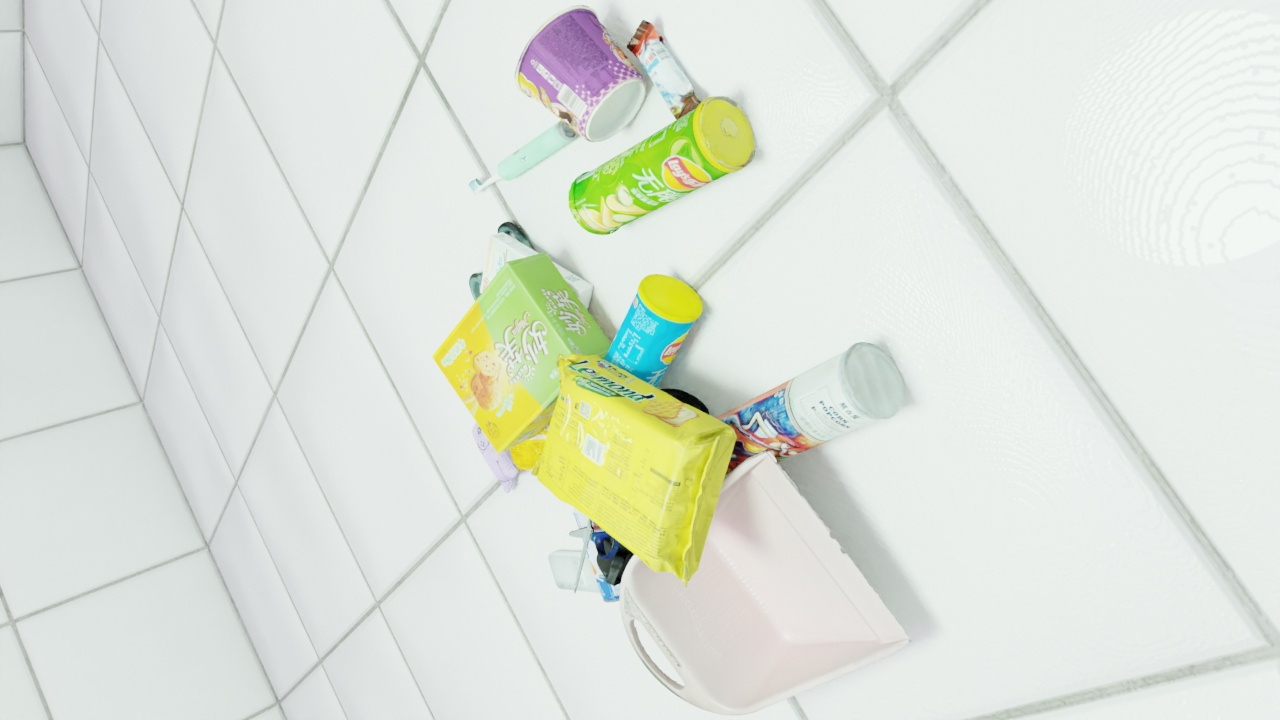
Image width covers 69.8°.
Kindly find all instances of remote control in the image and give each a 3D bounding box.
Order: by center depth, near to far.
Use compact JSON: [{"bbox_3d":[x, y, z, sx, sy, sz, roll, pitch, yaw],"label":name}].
[{"bbox_3d":[-0.078,0.288,1.253,0.136,0.020,0.056,-13,95,50],"label":"remote control"}]

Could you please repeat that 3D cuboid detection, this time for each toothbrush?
[{"bbox_3d":[-0.147,-0.240,1.109,0.225,0.026,0.027,-16,114,50],"label":"toothbrush"}]

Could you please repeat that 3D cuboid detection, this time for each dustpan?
[{"bbox_3d":[0.096,0.251,0.919,0.222,0.138,0.274,52,152,10],"label":"dustpan"}]

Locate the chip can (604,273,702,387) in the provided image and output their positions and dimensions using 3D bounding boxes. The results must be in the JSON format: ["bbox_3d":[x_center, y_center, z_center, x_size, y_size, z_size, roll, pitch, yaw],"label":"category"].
[{"bbox_3d":[-0.006,0.006,1.011,0.071,0.071,0.211,48,133,24],"label":"chip can"}]

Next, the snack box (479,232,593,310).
[{"bbox_3d":[-0.131,-0.088,1.134,0.157,0.026,0.085,32,125,26],"label":"snack box"}]

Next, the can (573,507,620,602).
[{"bbox_3d":[-0.044,0.235,1.168,0.053,0.053,0.134,-15,94,50],"label":"can"}]

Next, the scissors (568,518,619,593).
[{"bbox_3d":[-0.056,0.198,1.080,0.162,0.012,0.173,-152,74,-68],"label":"scissors"}]

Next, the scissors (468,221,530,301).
[{"bbox_3d":[-0.167,-0.104,1.192,0.170,0.019,0.181,35,128,34],"label":"scissors"}]

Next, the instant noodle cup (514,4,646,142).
[{"bbox_3d":[-0.054,-0.285,0.934,0.099,0.111,0.112,46,135,12],"label":"instant noodle cup"}]

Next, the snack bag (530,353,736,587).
[{"bbox_3d":[-0.019,0.100,0.931,0.247,0.068,0.158,27,109,41],"label":"snack bag"}]

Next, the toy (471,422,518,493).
[{"bbox_3d":[-0.209,0.134,1.321,0.108,0.038,0.084,53,148,17],"label":"toy"}]

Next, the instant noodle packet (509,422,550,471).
[{"bbox_3d":[-0.132,0.098,1.218,0.129,0.044,0.111,-2,105,48],"label":"instant noodle packet"}]

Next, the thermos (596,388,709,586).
[{"bbox_3d":[0.007,0.153,1.037,0.068,0.089,0.243,19,120,1],"label":"thermos"}]

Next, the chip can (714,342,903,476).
[{"bbox_3d":[0.144,0.054,0.872,0.215,0.071,0.071,-33,80,50],"label":"chip can"}]

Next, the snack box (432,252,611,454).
[{"bbox_3d":[-0.146,-0.006,1.111,0.157,0.069,0.211,54,131,9],"label":"snack box"}]

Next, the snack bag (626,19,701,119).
[{"bbox_3d":[0.023,-0.282,0.903,0.104,0.026,0.048,62,151,10],"label":"snack bag"}]

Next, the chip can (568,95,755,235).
[{"bbox_3d":[0.013,-0.187,0.917,0.222,0.072,0.072,-16,93,50],"label":"chip can"}]
